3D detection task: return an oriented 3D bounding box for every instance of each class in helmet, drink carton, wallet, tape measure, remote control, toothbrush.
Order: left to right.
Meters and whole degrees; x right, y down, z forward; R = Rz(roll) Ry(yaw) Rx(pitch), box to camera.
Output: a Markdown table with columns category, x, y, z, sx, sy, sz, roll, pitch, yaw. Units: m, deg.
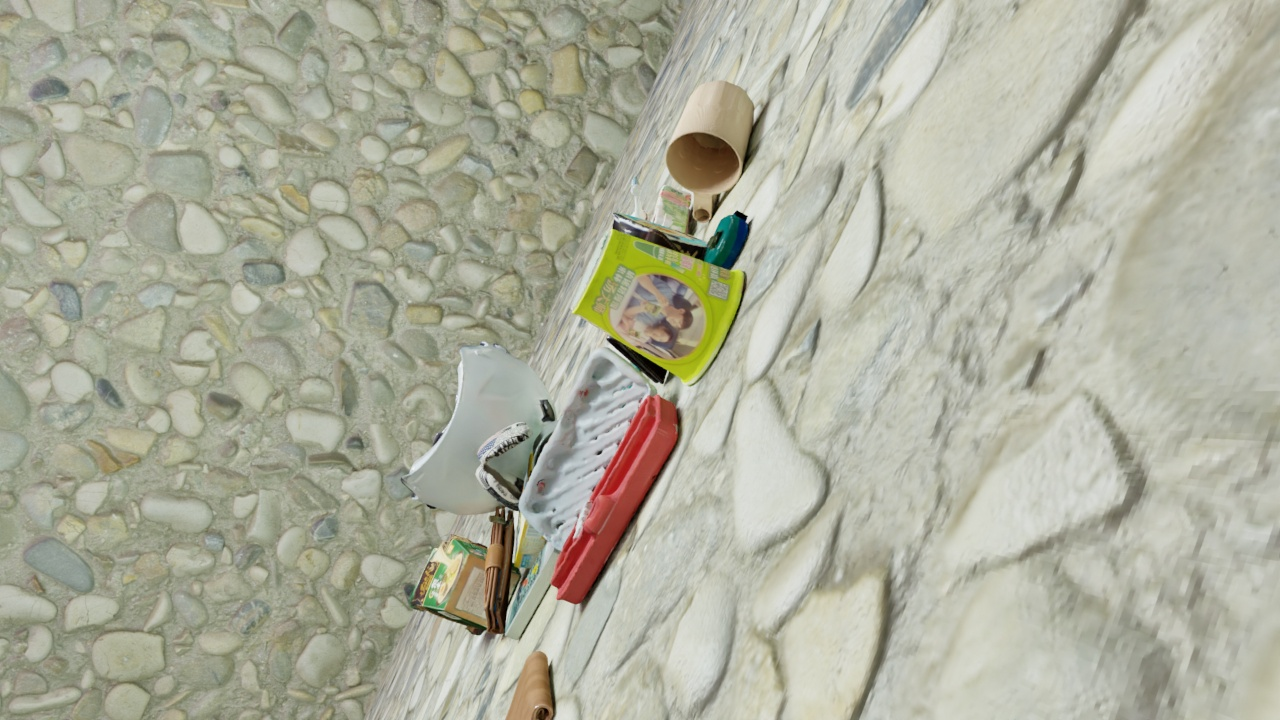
| category | x | y | z | sx | sy | sz | roll | pitch | yaw |
| --- | --- | --- | --- | --- | --- | --- | --- | --- | --- |
| helmet | -0.187 | 0.100 | 1.182 | 0.259 | 0.146 | 0.228 | 114 | 180 | -78 |
| wallet | -0.171 | 0.254 | 1.122 | 0.119 | 0.035 | 0.130 | 93 | 179 | -58 |
| wallet | -0.106 | 0.324 | 0.793 | 0.101 | 0.020 | 0.115 | -132 | 64 | -79 |
| remote control | -0.115 | 0.245 | 1.022 | 0.135 | 0.019 | 0.056 | -61 | 10 | 21 |
| toothbrush | -0.001 | -0.170 | 1.190 | 0.221 | 0.027 | 0.026 | 83 | 179 | -68 |
| wallet | 0.015 | -0.051 | 0.884 | 0.020 | 0.096 | 0.122 | 5 | 65 | 39 |
| drink carton | 0.038 | -0.174 | 1.159 | 0.122 | 0.045 | 0.054 | -80 | 7 | -61 |
| tape measure | 0.079 | -0.111 | 0.859 | 0.054 | 0.025 | 0.058 | 163 | 131 | -78 |

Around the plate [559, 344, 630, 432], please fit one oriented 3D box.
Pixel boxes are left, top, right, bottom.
| category | x | y | z | sx | sy | sz | roll | pitch | yaw |
| --- | --- | --- | --- | --- | --- | --- | --- | --- | --- |
| plate | -0.069 | 0.065 | 1.173 | 0.267 | 0.034 | 0.161 | -51 | 17 | 55 |

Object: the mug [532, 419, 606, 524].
| category | x | y | z | sx | sy | sz | roll | pitch | yaw |
| --- | --- | --- | --- | --- | --- | --- | --- | --- | --- |
| mug | -0.073 | 0.123 | 0.965 | 0.103 | 0.083 | 0.124 | -163 | 73 | -81 |

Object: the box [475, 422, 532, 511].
| category | x | y | z | sx | sy | sz | roll | pitch | yaw |
| --- | --- | --- | --- | --- | --- | --- | --- | --- | --- |
| box | -0.138 | 0.108 | 0.989 | 0.086 | 0.075 | 0.162 | -54 | 4 | -5 |

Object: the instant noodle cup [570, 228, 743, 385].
| category | x | y | z | sx | sy | sz | roll | pitch | yaw |
| --- | --- | --- | --- | --- | --- | --- | --- | --- | --- |
| instant noodle cup | 0.010 | -0.054 | 0.794 | 0.112 | 0.123 | 0.111 | -62 | 10 | 19 |

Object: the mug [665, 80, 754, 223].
| category | x | y | z | sx | sy | sz | roll | pitch | yaw |
| --- | --- | --- | --- | --- | --- | --- | --- | --- | --- |
| mug | 0.081 | -0.235 | 1.033 | 0.125 | 0.084 | 0.103 | 86 | -162 | -49 |

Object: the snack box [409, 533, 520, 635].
| category | x | y | z | sx | sy | sz | roll | pitch | yaw |
| --- | --- | --- | --- | --- | --- | --- | --- | --- | --- |
| snack box | -0.226 | 0.304 | 1.225 | 0.106 | 0.118 | 0.117 | -10 | 55 | 66 |

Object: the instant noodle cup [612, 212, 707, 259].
| category | x | y | z | sx | sy | sz | roll | pitch | yaw |
| --- | --- | --- | --- | --- | --- | --- | --- | --- | --- |
| instant noodle cup | 0.005 | -0.086 | 0.995 | 0.111 | 0.111 | 0.120 | -107 | 34 | -75 |

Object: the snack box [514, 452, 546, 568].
| category | x | y | z | sx | sy | sz | roll | pitch | yaw |
| --- | --- | --- | --- | --- | --- | --- | --- | --- | --- |
| snack box | -0.125 | 0.178 | 1.076 | 0.141 | 0.033 | 0.086 | 113 | 162 | -53 |

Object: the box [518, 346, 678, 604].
| category | x | y | z | sx | sy | sz | roll | pitch | yaw |
| --- | --- | --- | --- | --- | --- | --- | --- | --- | --- |
| box | -0.039 | 0.105 | 0.836 | 0.201 | 0.069 | 0.157 | -62 | 35 | 20 |

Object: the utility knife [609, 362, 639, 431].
| category | x | y | z | sx | sy | sz | roll | pitch | yaw |
| --- | --- | --- | --- | --- | --- | --- | --- | --- | --- |
| utility knife | -0.006 | 0.006 | 1.051 | 0.029 | 0.013 | 0.184 | -46 | 21 | 60 |
